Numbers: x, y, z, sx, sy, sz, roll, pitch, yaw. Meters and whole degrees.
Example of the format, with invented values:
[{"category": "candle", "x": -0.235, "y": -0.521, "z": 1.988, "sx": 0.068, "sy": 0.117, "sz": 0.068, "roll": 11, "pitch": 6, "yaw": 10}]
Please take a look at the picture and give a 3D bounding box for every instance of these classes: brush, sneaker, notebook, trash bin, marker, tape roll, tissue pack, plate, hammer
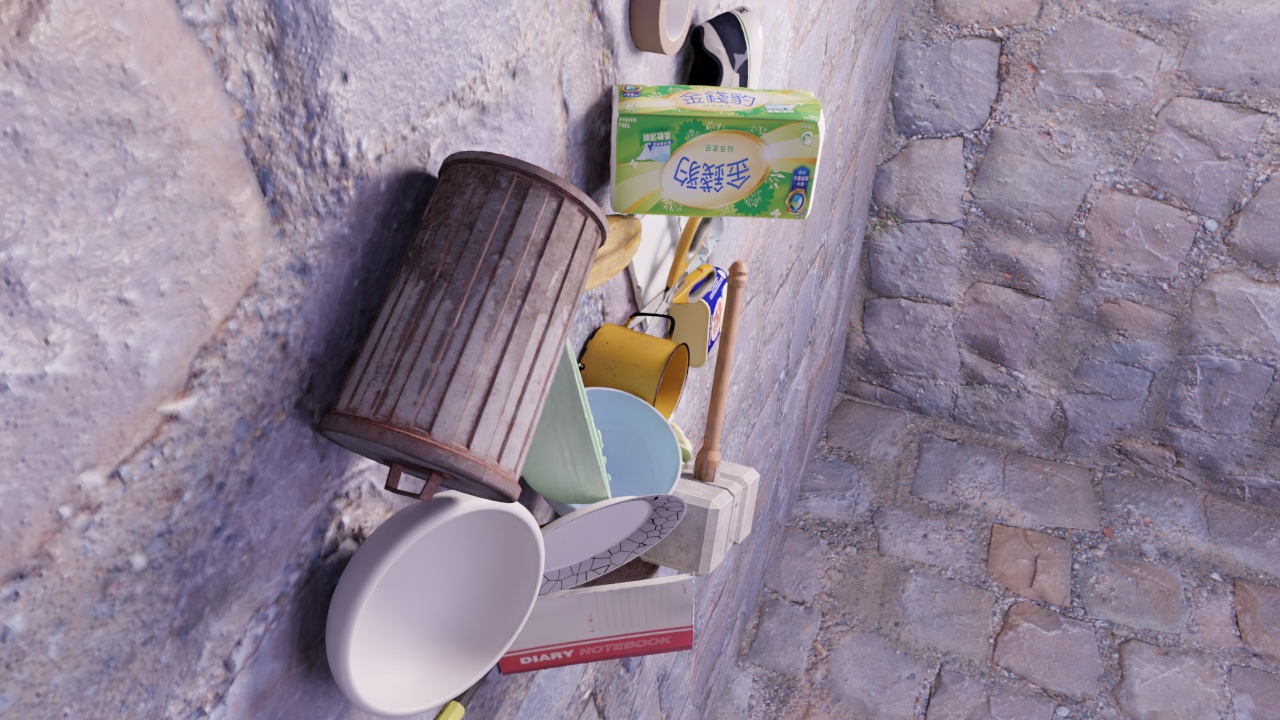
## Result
[{"category": "brush", "x": -0.047, "y": -0.104, "z": 0.853, "sx": 0.194, "sy": 0.043, "sz": 0.059, "roll": -39, "pitch": 140, "yaw": -60}, {"category": "sneaker", "x": 0.091, "y": -0.287, "z": 1.071, "sx": 0.079, "sy": 0.084, "sz": 0.236, "roll": -23, "pitch": 136, "yaw": -17}, {"category": "notebook", "x": -0.048, "y": 0.272, "z": 0.938, "sx": 0.153, "sy": 0.208, "sz": 0.012, "roll": 86, "pitch": -5, "yaw": -46}, {"category": "trash bin", "x": -0.111, "y": -0.012, "z": 0.595, "sx": 0.131, "sy": 0.131, "sz": 0.210, "roll": 60, "pitch": 47, "yaw": -66}, {"category": "marker", "x": -0.169, "y": 0.325, "z": 0.883, "sx": 0.123, "sy": 0.021, "sz": 0.017, "roll": -51, "pitch": 152, "yaw": -54}, {"category": "tape roll", "x": 0.022, "y": -0.344, "z": 0.881, "sx": 0.093, "sy": 0.030, "sz": 0.093, "roll": 16, "pitch": 89, "yaw": -72}, {"category": "tissue pack", "x": 0.068, "y": -0.215, "z": 0.887, "sx": 0.141, "sy": 0.197, "sz": 0.120, "roll": -91, "pitch": -171, "yaw": -53}, {"category": "plate", "x": -0.049, "y": 0.160, "z": 0.809, "sx": 0.188, "sy": 0.016, "sz": 0.189, "roll": -21, "pitch": 154, "yaw": -11}, {"category": "hammer", "x": 0.081, "y": 0.051, "z": 0.982, "sx": 0.162, "sy": 0.083, "sz": 0.318, "roll": -17, "pitch": 117, "yaw": -66}]

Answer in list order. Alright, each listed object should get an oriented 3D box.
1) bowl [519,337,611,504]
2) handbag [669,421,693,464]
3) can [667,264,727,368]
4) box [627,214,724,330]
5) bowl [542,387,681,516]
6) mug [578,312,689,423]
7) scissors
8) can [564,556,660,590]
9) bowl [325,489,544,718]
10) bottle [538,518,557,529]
[{"category": "bowl", "x": -0.078, "y": 0.060, "z": 0.804, "sx": 0.151, "sy": 0.077, "sz": 0.151, "roll": 161, "pitch": -86, "yaw": -88}, {"category": "handbag", "x": 0.005, "y": 0.113, "z": 1.083, "sx": 0.186, "sy": 0.113, "sz": 0.117, "roll": 37, "pitch": 70, "yaw": -70}, {"category": "can", "x": 0.080, "y": -0.063, "z": 1.257, "sx": 0.092, "sy": 0.056, "sz": 0.116, "roll": -57, "pitch": 155, "yaw": -47}, {"category": "box", "x": 0.041, "y": -0.151, "z": 1.087, "sx": 0.188, "sy": 0.037, "sz": 0.209, "roll": -53, "pitch": 156, "yaw": -18}, {"category": "bowl", "x": -0.040, "y": 0.108, "z": 0.909, "sx": 0.150, "sy": 0.150, "sz": 0.075, "roll": -59, "pitch": 172, "yaw": -39}, {"category": "mug", "x": -0.006, "y": 0.005, "z": 0.987, "sx": 0.100, "sy": 0.094, "sz": 0.124, "roll": 10, "pitch": 97, "yaw": -72}, {"category": "scissors", "x": 0.045, "y": -0.087, "z": 1.108, "sx": 0.225, "sy": 0.016, "sz": 0.216, "roll": -62, "pitch": 160, "yaw": 0}, {"category": "can", "x": -0.043, "y": 0.224, "z": 0.999, "sx": 0.129, "sy": 0.130, "sz": 0.044, "roll": -46, "pitch": 147, "yaw": -56}, {"category": "bowl", "x": -0.157, "y": 0.167, "z": 0.673, "sx": 0.176, "sy": 0.066, "sz": 0.177, "roll": -27, "pitch": 130, "yaw": -38}, {"category": "bottle", "x": -0.060, "y": 0.186, "z": 0.957, "sx": 0.166, "sy": 0.059, "sz": 0.059, "roll": -13, "pitch": 119, "yaw": -48}]
